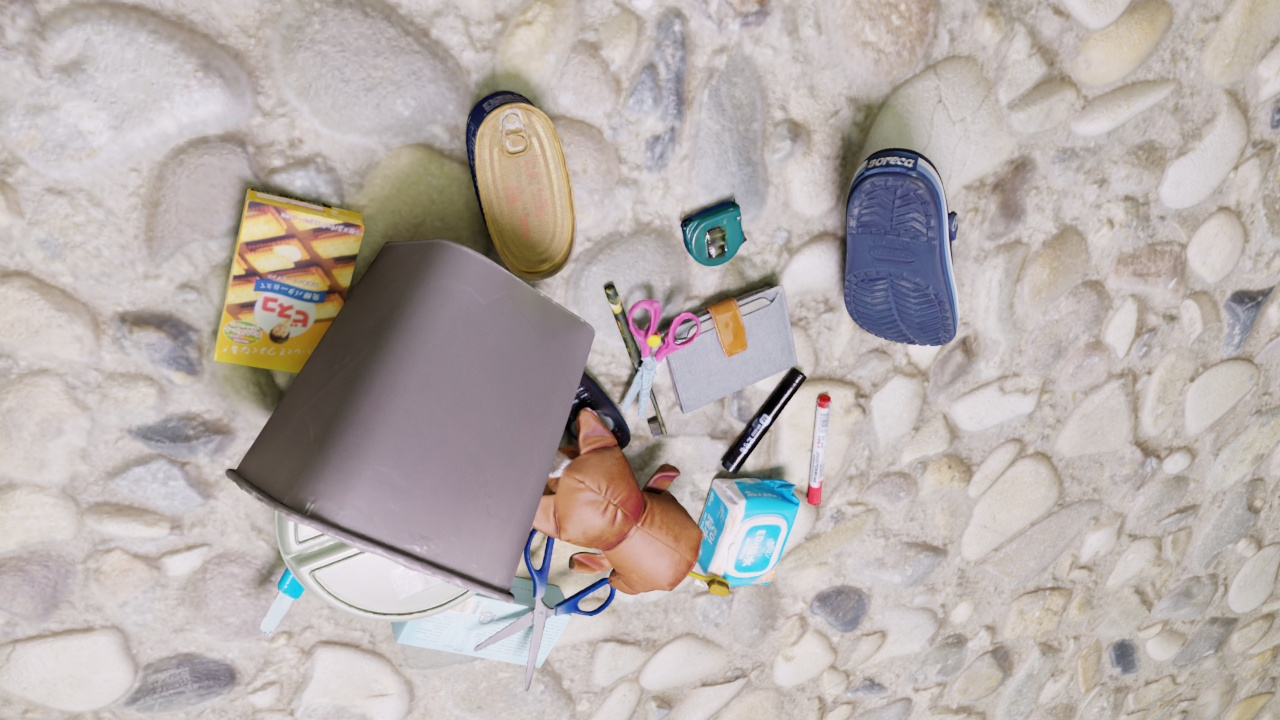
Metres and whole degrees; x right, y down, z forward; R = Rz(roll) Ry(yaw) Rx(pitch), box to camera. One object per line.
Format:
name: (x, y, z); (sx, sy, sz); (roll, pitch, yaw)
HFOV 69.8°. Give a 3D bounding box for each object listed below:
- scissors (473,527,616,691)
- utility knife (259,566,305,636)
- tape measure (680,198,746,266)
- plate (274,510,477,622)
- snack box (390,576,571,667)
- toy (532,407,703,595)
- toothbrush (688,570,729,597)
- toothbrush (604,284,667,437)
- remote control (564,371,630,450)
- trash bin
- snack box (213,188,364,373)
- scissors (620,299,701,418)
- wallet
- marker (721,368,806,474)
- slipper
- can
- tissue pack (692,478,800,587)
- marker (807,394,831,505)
scissors: (-0.096, 0.248, 0.943); (0.175, 0.012, 0.162); (-9, 91, -35)
utility knife: (-0.296, 0.171, 0.836); (0.034, 0.018, 0.185); (30, 91, -51)
tape measure: (0.068, -0.113, 0.836); (0.058, 0.025, 0.054); (-21, 124, -9)
plate: (-0.210, 0.139, 0.834); (0.230, 0.027, 0.230); (-7, 110, -20)
snack box: (-0.164, 0.262, 0.951); (0.174, 0.051, 0.074); (22, 107, -31)
toy: (-0.030, 0.144, 0.895); (0.199, 0.131, 0.140); (42, 69, -39)
toothbrush: (0.010, 0.213, 0.975); (0.190, 0.016, 0.016); (23, 113, -10)
toothbrush: (-0.005, 0.005, 0.886); (0.017, 0.012, 0.186); (-18, 125, 2)
remote control: (-0.055, 0.045, 0.880); (0.053, 0.024, 0.136); (-31, 131, 7)
trash bin: (-0.161, 0.040, 0.705); (0.198, 0.199, 0.219); (34, 74, -35)
snack box: (-0.278, -0.058, 0.725); (0.086, 0.033, 0.141); (11, 116, -27)
scissors: (0.019, 0.004, 0.870); (0.077, 0.017, 0.138); (6, 122, -3)
wallet: (0.089, -0.012, 0.899); (0.129, 0.037, 0.107); (-23, 126, -9)
marker: (0.131, 0.065, 0.974); (0.132, 0.020, 0.022); (-55, 152, 14)
slipper: (0.249, -0.110, 0.876); (0.095, 0.105, 0.253); (-67, 149, -27)
can: (-0.096, -0.140, 0.738); (0.074, 0.049, 0.148); (-18, 124, -12)
tissue pack: (0.116, 0.192, 1.016); (0.090, 0.063, 0.140); (3, 118, -24)
marker: (0.200, 0.102, 1.025); (0.017, 0.017, 0.145); (-11, 123, -16)
